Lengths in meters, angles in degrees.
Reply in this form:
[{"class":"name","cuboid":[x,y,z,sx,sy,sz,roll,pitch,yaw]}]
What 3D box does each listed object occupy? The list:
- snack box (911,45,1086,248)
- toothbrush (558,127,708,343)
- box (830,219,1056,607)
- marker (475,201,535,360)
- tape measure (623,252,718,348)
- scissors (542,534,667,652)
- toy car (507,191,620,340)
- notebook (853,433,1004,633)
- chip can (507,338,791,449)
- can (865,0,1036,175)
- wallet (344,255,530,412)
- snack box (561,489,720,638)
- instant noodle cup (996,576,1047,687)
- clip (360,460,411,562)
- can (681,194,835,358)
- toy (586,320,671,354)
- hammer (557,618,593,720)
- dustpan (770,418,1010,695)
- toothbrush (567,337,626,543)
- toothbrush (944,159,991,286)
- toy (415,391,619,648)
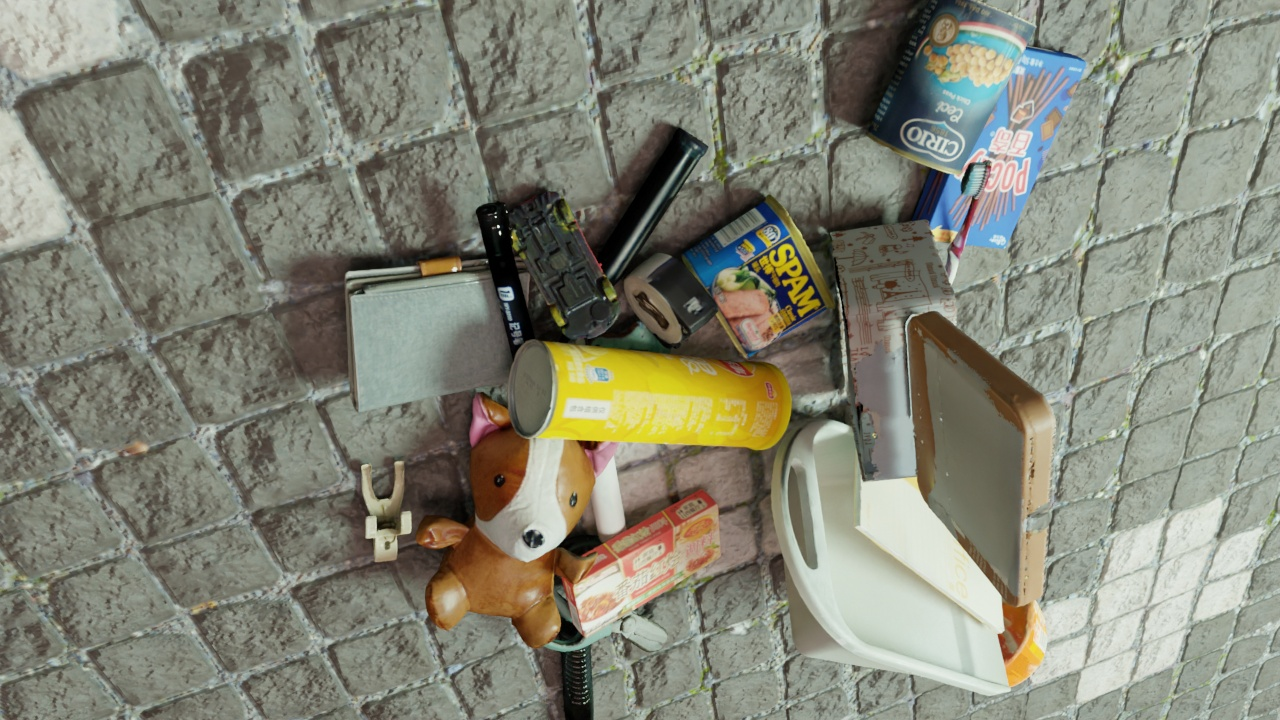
[{"class":"snack box","cuboid":[0.278,-0.166,0.721,0.084,0.026,0.157,2,120,-21]},{"class":"toothbrush","cuboid":[-0.021,-0.072,0.668,0.027,0.026,0.213,21,110,-43]},{"class":"box","cuboid":[0.209,0.030,0.667,0.103,0.260,0.179,-8,126,9]},{"class":"marker","cuboid":[-0.090,-0.048,0.637,0.020,0.022,0.132,12,131,26]},{"class":"tape measure","cuboid":[0.019,-0.045,0.679,0.033,0.066,0.066,-41,89,-21]},{"class":"scissors","cuboid":[-0.046,0.247,0.846,0.129,0.019,0.185,-38,117,-17]},{"class":"toy car","cuboid":[-0.054,-0.065,0.647,0.049,0.031,0.106,-29,99,4]},{"class":"notebook","cuboid":[0.262,0.138,0.830,0.206,0.145,0.010,37,134,-24]},{"class":"chip can","cuboid":[0.011,0.029,0.684,0.213,0.072,0.072,5,120,-33]},{"class":"can","cuboid":[0.218,-0.198,0.649,0.075,0.075,0.111,10,117,-25]},{"class":"wallet","cuboid":[-0.143,-0.024,0.653,0.129,0.037,0.107,-11,122,-29]},{"class":"snack box","cuboid":[0.004,0.181,0.821,0.152,0.025,0.075,-25,132,-23]},{"class":"instant noodle cup","cuboid":[0.349,0.273,0.962,0.151,0.151,0.111,-42,134,10]},{"class":"clip","cuboid":[-0.204,0.117,0.734,0.035,0.096,0.101,-5,165,-18]},{"class":"can","cuboid":[0.090,-0.061,0.704,0.083,0.057,0.102,-32,126,5]},{"class":"toy","cuboid":[-0.004,0.004,0.728,0.096,0.030,0.092,4,116,-30]},{"class":"hammer","cuboid":[-0.062,0.378,0.948,0.128,0.033,0.301,-10,124,-14]},{"class":"dustpan","cuboid":[0.214,0.158,0.785,0.257,0.222,0.143,4,149,-11]},{"class":"toothbrush","cuboid":[-0.037,0.068,0.760,0.026,0.026,0.221,-47,140,-42]},{"class":"toothbrush","cuboid":[0.249,-0.086,0.739,0.017,0.016,0.188,-4,142,-2]},{"class":"toy","cuboid":[-0.099,0.129,0.727,0.140,0.130,0.200,17,105,-19]}]
